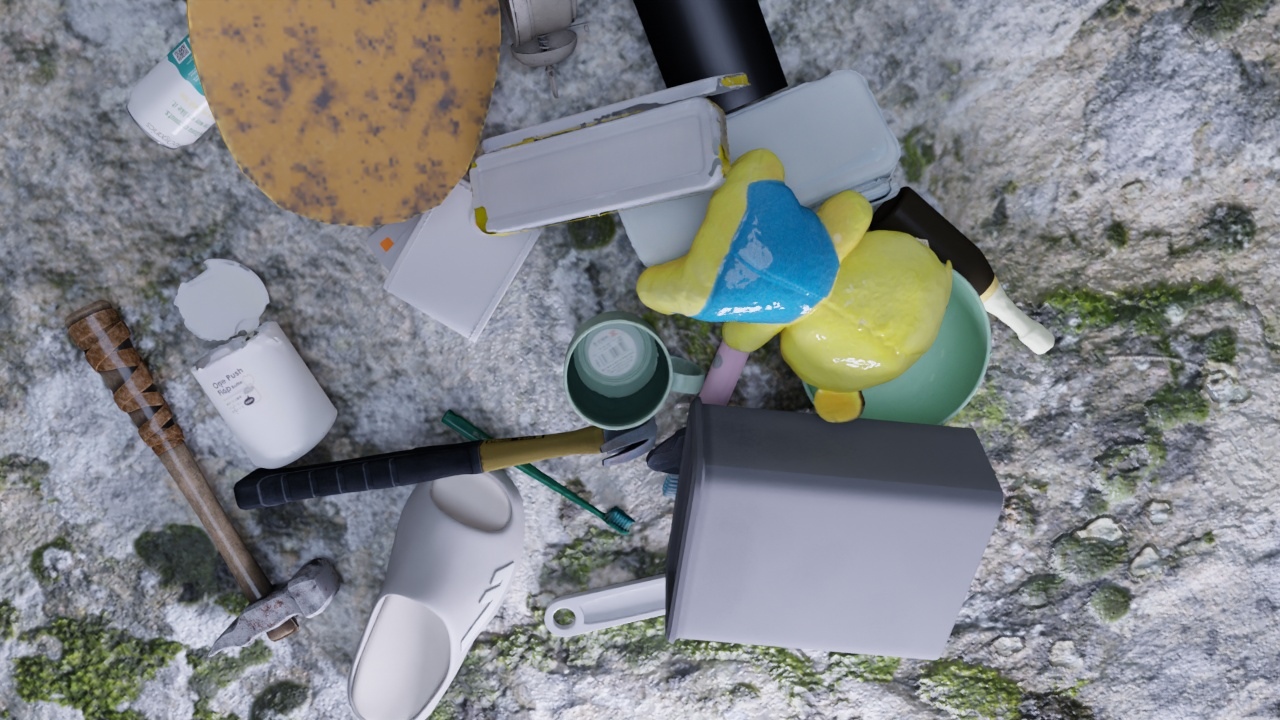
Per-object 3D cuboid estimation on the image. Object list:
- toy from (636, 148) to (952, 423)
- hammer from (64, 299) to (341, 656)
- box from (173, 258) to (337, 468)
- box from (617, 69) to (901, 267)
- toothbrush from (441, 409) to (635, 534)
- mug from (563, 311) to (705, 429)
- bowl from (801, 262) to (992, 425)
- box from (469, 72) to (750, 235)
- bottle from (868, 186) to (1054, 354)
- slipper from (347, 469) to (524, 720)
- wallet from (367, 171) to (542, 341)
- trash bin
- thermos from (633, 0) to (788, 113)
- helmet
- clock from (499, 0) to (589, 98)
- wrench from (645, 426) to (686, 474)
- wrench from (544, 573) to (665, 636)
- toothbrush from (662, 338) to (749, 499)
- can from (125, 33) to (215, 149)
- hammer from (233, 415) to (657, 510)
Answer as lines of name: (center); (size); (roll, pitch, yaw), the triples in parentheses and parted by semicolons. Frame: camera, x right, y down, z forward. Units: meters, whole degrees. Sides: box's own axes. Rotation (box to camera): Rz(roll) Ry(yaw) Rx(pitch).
toy: (0.123, -0.046, 0.645); (0.214, 0.084, 0.149); (28, 113, -20)
hammer: (-0.377, 0.099, 0.765); (0.121, 0.049, 0.319); (-26, 100, 5)
box: (-0.314, 0.001, 0.729); (0.083, 0.092, 0.166); (-25, 110, 6)
box: (0.090, -0.120, 0.722); (0.215, 0.127, 0.106); (-20, 70, 4)
toothbrush: (-0.086, 0.095, 0.789); (0.190, 0.016, 0.017); (33, 101, -9)
mug: (-0.004, 0.004, 0.729); (0.111, 0.104, 0.084); (11, 101, -4)
bowl: (0.198, -0.016, 0.746); (0.151, 0.077, 0.151); (0, 105, 0)
box: (-0.028, -0.153, 0.653); (0.210, 0.117, 0.057); (-7, 143, 31)
bottle: (0.271, -0.068, 0.757); (0.184, 0.045, 0.045); (38, 97, -9)
slipper: (-0.182, 0.213, 0.777); (0.113, 0.080, 0.266); (26, 100, -4)
wallet: (-0.154, -0.093, 0.737); (0.115, 0.037, 0.118); (31, 102, -8)
trash bin: (0.138, 0.137, 0.721); (0.220, 0.097, 0.192); (5, 123, -1)
thermos: (0.035, -0.282, 0.680); (0.086, 0.086, 0.198); (-22, 102, 2)
helmet: (-0.218, -0.234, 0.655); (0.204, 0.131, 0.256); (-7, 112, -31)
clock: (-0.075, -0.272, 0.681); (0.061, 0.103, 0.157); (-16, 127, -6)
wrench: (0.139, 0.095, 0.788); (0.273, 0.022, 0.073); (4, 111, -8)
wrench: (0.045, 0.192, 0.816); (0.273, 0.018, 0.087); (-12, 102, 1)
toothbrush: (0.067, 0.019, 0.775); (0.026, 0.027, 0.223); (18, 101, -24)
can: (-0.334, -0.210, 0.694); (0.102, 0.055, 0.055); (-41, 101, 6)
hammer: (-0.151, 0.079, 0.725); (0.333, 0.118, 0.025); (-9, 99, 0)
